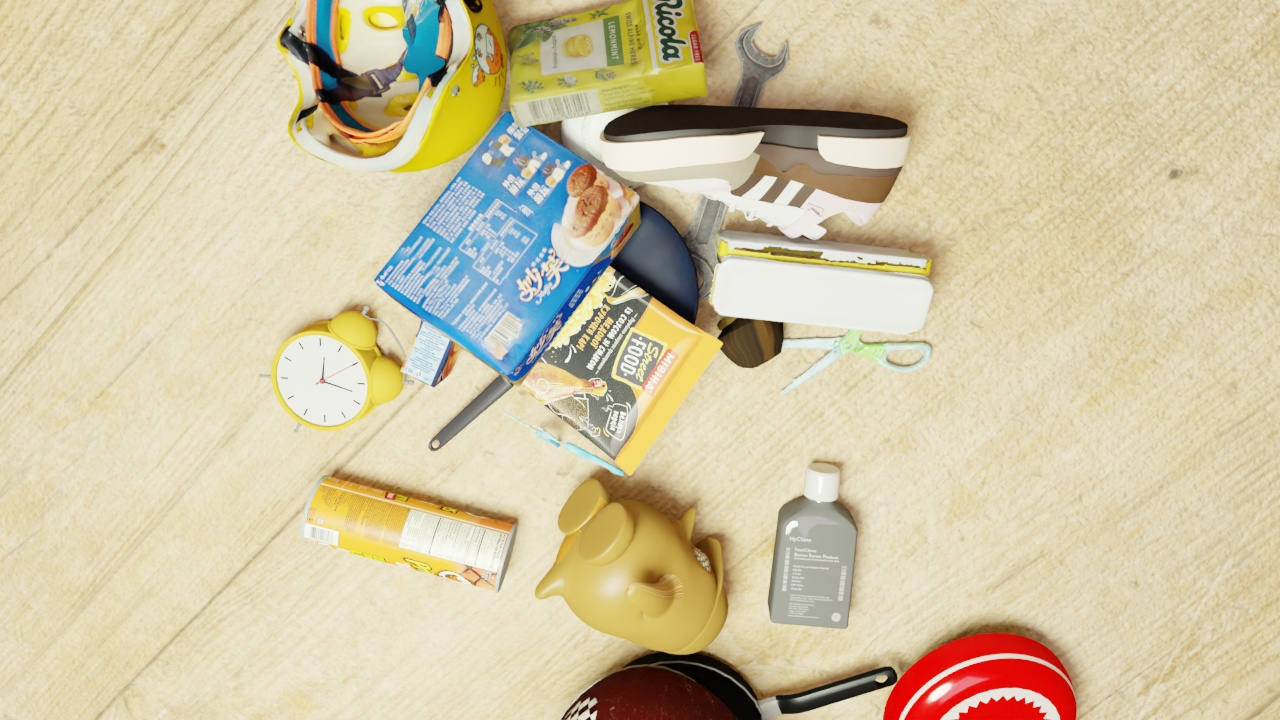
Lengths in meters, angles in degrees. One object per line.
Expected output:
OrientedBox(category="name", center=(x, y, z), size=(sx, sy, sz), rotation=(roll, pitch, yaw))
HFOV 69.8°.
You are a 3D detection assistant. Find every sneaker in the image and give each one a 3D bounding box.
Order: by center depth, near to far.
OrientedBox(category="sneaker", center=(0.101, -0.166, 0.848), size=(0.293, 0.111, 0.117), rotation=(-5, 118, -19))

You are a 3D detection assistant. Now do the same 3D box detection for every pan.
OrientedBox(category="pan", center=(-0.096, -0.017, 0.942), size=(0.357, 0.021, 0.198), rotation=(-41, 84, 16))
OrientedBox(category="pan", center=(0.321, 0.440, 1.020), size=(0.209, 0.067, 0.357), rotation=(41, 105, -20))
OrientedBox(category="pan", center=(0.113, 0.399, 1.038), size=(0.356, 0.044, 0.204), rotation=(-21, 102, 9))

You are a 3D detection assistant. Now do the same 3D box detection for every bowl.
OrientedBox(category="bowl", center=(-0.023, -0.219, 0.879), size=(0.113, 0.063, 0.113), rotation=(1, 104, 3))

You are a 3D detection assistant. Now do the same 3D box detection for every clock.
OrientedBox(category="clock", center=(-0.317, 0.012, 0.964), size=(0.152, 0.052, 0.113), rotation=(-25, 101, 13))

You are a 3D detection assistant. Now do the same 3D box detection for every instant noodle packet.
OrientedBox(category="instant noodle packet", center=(-0.053, -0.016, 0.901), size=(0.221, 0.032, 0.160), rotation=(37, 103, 10))

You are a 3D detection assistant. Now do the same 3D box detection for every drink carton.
OrientedBox(category="drink carton", center=(-0.195, -0.043, 0.934), size=(0.040, 0.064, 0.130), rotation=(26, 104, -2))

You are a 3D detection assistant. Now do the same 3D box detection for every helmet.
OrientedBox(category="helmet", center=(-0.208, -0.284, 0.834), size=(0.209, 0.139, 0.240), rotation=(-4, 89, 29))
OrientedBox(category="helmet", center=(-0.003, 0.433, 0.936), size=(0.233, 0.253, 0.234), rotation=(28, 94, -10))

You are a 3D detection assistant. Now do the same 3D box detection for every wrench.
OrientedBox(category="wrench", center=(0.083, -0.190, 0.907), size=(0.070, 0.010, 0.274), rotation=(17, 105, -1))

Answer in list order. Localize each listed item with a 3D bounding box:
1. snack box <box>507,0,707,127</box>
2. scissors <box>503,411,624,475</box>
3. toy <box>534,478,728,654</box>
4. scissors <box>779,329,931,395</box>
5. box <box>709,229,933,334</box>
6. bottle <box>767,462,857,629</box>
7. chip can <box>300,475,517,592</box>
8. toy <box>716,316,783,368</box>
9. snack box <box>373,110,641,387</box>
OrientedBox(category="snack box", center=(-0.035, -0.279, 0.839), size=(0.181, 0.121, 0.045), rotation=(-9, 145, 7))
OrientedBox(category="scissors", center=(-0.081, 0.084, 0.934), size=(0.135, 0.136, 0.015), rotation=(33, 78, -10))
OrientedBox(category="toy", center=(0.012, 0.224, 0.954), size=(0.203, 0.199, 0.162), rotation=(40, 86, -26))
OrientedBox(category="scissors", center=(0.211, -0.024, 0.941), size=(0.170, 0.028, 0.139), rotation=(-3, 106, 0))
OrientedBox(category="box", center=(0.173, -0.086, 0.897), size=(0.209, 0.080, 0.080), rotation=(5, 124, -2))
OrientedBox(category="bottle", center=(0.186, 0.196, 0.980), size=(0.084, 0.046, 0.174), rotation=(4, 105, 3))
OrientedBox(category="chip can", center=(-0.247, 0.187, 0.991), size=(0.215, 0.075, 0.075), rotation=(15, 105, 0))
OrientedBox(category="toy", center=(0.104, -0.042, 0.923), size=(0.076, 0.063, 0.100), rotation=(-22, 87, -24))
OrientedBox(category="snack box", center=(-0.119, -0.103, 0.853), size=(0.155, 0.069, 0.202), rotation=(34, 81, 9))
